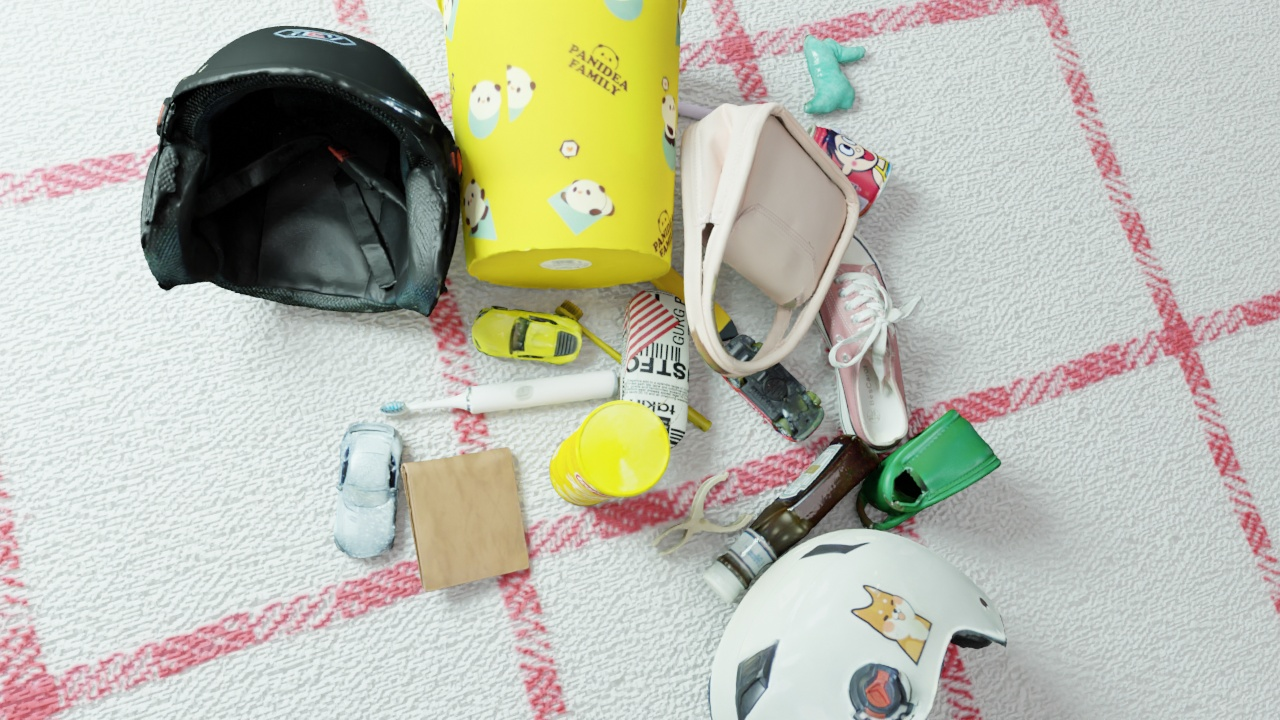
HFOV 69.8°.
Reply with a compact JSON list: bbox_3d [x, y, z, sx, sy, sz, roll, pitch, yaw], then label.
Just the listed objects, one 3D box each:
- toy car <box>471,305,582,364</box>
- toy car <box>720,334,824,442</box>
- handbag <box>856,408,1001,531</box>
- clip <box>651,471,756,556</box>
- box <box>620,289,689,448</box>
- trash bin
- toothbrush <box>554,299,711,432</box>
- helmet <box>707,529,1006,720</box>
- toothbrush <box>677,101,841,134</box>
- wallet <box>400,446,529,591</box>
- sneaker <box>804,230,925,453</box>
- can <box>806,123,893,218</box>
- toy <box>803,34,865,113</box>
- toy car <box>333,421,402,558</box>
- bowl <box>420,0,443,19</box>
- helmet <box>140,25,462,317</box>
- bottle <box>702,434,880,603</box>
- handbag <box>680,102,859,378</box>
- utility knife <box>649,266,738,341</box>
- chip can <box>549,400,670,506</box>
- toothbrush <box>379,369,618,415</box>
[{"bbox_3d":[-0.107,-0.023,0.869,0.105,0.032,0.048,7,97,-8],"label":"toy car"},{"bbox_3d":[0.126,0.028,0.903,0.052,0.045,0.120,-43,84,-14],"label":"toy car"},{"bbox_3d":[0.267,0.111,0.872,0.120,0.131,0.068,-37,78,-12],"label":"handbag"},{"bbox_3d":[0.067,0.157,0.871,0.095,0.035,0.102,32,79,-2],"label":"clip"},{"bbox_3d":[0.015,0.005,0.868,0.069,0.052,0.164,1,67,-3],"label":"box"},{"bbox_3d":[-0.068,-0.206,0.831,0.229,0.230,0.255,0,84,-11],"label":"trash bin"},{"bbox_3d":[-0.005,0.005,0.898,0.190,0.016,0.016,39,67,-1],"label":"toothbrush"},{"bbox_3d":[0.157,0.241,0.781,0.273,0.231,0.157,-32,76,-22],"label":"helmet"},{"bbox_3d":[0.122,-0.253,0.975,0.189,0.029,0.021,8,114,-8],"label":"toothbrush"},{"bbox_3d":[-0.156,0.141,0.827,0.101,0.020,0.115,-6,82,-28],"label":"wallet"},{"bbox_3d":[0.225,-0.031,0.910,0.118,0.088,0.240,-5,75,-12],"label":"sneaker"},{"bbox_3d":[0.205,-0.198,0.955,0.094,0.067,0.066,27,74,-4],"label":"can"},{"bbox_3d":[0.209,-0.315,1.000,0.096,0.030,0.092,-13,83,-19],"label":"toy"},{"bbox_3d":[-0.243,0.115,0.819,0.054,0.037,0.120,4,81,-11],"label":"toy car"},{"bbox_3d":[-0.179,-0.381,0.918,0.118,0.065,0.118,2,78,-10],"label":"bowl"},{"bbox_3d":[-0.266,-0.156,0.754,0.233,0.276,0.229,5,51,-16],"label":"helmet"},{"bbox_3d":[0.140,0.148,0.864,0.194,0.080,0.044,-42,89,-12],"label":"bottle"},{"bbox_3d":[0.107,-0.098,0.850,0.193,0.094,0.234,28,70,-44],"label":"handbag"},{"bbox_3d":[0.037,-0.074,0.923,0.156,0.015,0.033,43,68,1],"label":"utility knife"},{"bbox_3d":[-0.032,0.084,0.773,0.072,0.214,0.072,2,79,-10],"label":"chip can"},{"bbox_3d":[-0.131,0.033,0.861,0.221,0.026,0.026,-6,70,-12],"label":"toothbrush"}]
